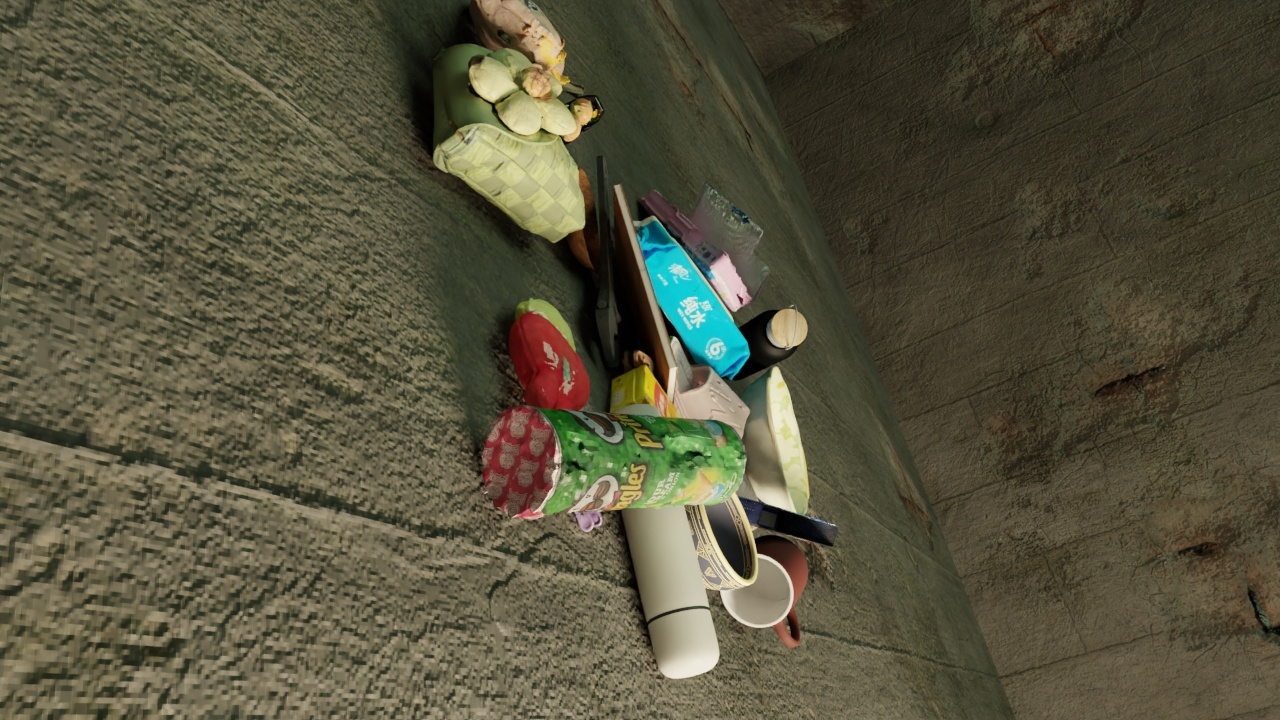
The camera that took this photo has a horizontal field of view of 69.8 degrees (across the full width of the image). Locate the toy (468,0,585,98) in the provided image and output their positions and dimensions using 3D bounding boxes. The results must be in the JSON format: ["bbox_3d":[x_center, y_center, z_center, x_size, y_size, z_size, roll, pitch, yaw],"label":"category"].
[{"bbox_3d":[-0.096,-0.297,0.871,0.196,0.065,0.264,33,9,-30],"label":"toy"}]

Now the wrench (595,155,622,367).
[{"bbox_3d":[-0.035,-0.110,0.933,0.073,0.018,0.272,73,11,-55],"label":"wrench"}]

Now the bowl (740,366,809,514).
[{"bbox_3d":[0.157,0.104,1.137,0.219,0.060,0.188,58,26,-51],"label":"bowl"}]

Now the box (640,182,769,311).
[{"bbox_3d":[0.092,-0.161,1.155,0.085,0.096,0.230,50,3,-38],"label":"box"}]

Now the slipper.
[{"bbox_3d":[0.091,0.079,1.021,0.239,0.064,0.094,63,19,-10],"label":"slipper"}]

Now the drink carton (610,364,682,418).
[{"bbox_3d":[0.020,0.073,0.875,0.134,0.043,0.058,56,18,-27],"label":"drink carton"}]

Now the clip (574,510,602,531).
[{"bbox_3d":[-0.045,0.106,0.709,0.053,0.013,0.036,60,18,-6],"label":"clip"}]

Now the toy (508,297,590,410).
[{"bbox_3d":[-0.071,0.006,0.710,0.091,0.045,0.135,53,18,-40],"label":"toy"}]

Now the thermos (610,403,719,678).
[{"bbox_3d":[0.015,0.145,0.758,0.052,0.052,0.224,35,35,-55],"label":"thermos"}]

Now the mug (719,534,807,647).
[{"bbox_3d":[0.133,0.234,0.921,0.105,0.073,0.082,62,19,7],"label":"mug"}]

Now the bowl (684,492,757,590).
[{"bbox_3d":[0.053,0.157,0.829,0.112,0.061,0.112,52,23,-34],"label":"bowl"}]

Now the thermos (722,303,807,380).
[{"bbox_3d":[0.147,-0.022,1.113,0.061,0.061,0.232,67,-15,4],"label":"thermos"}]

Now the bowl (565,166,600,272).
[{"bbox_3d":[-0.063,-0.138,0.913,0.114,0.026,0.102,53,31,-77],"label":"bowl"}]

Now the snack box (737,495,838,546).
[{"bbox_3d":[0.134,0.165,0.963,0.150,0.082,0.027,25,79,-46],"label":"snack box"}]

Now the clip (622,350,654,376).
[{"bbox_3d":[-0.011,0.006,0.894,0.061,0.043,0.024,48,38,-61],"label":"clip"}]

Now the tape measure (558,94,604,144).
[{"bbox_3d":[-0.075,-0.258,0.991,0.038,0.062,0.067,62,-18,-14],"label":"tape measure"}]

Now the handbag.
[{"bbox_3d":[-0.095,-0.187,0.772,0.186,0.117,0.113,38,33,-50],"label":"handbag"}]

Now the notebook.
[{"bbox_3d":[0.003,-0.055,0.937,0.141,0.008,0.209,92,-16,-66],"label":"notebook"}]

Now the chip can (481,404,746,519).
[{"bbox_3d":[-0.009,0.074,0.670,0.222,0.076,0.075,7,59,-50],"label":"chip can"}]

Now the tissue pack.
[{"bbox_3d":[0.046,-0.079,1.065,0.209,0.066,0.117,53,5,-26],"label":"tissue pack"}]
